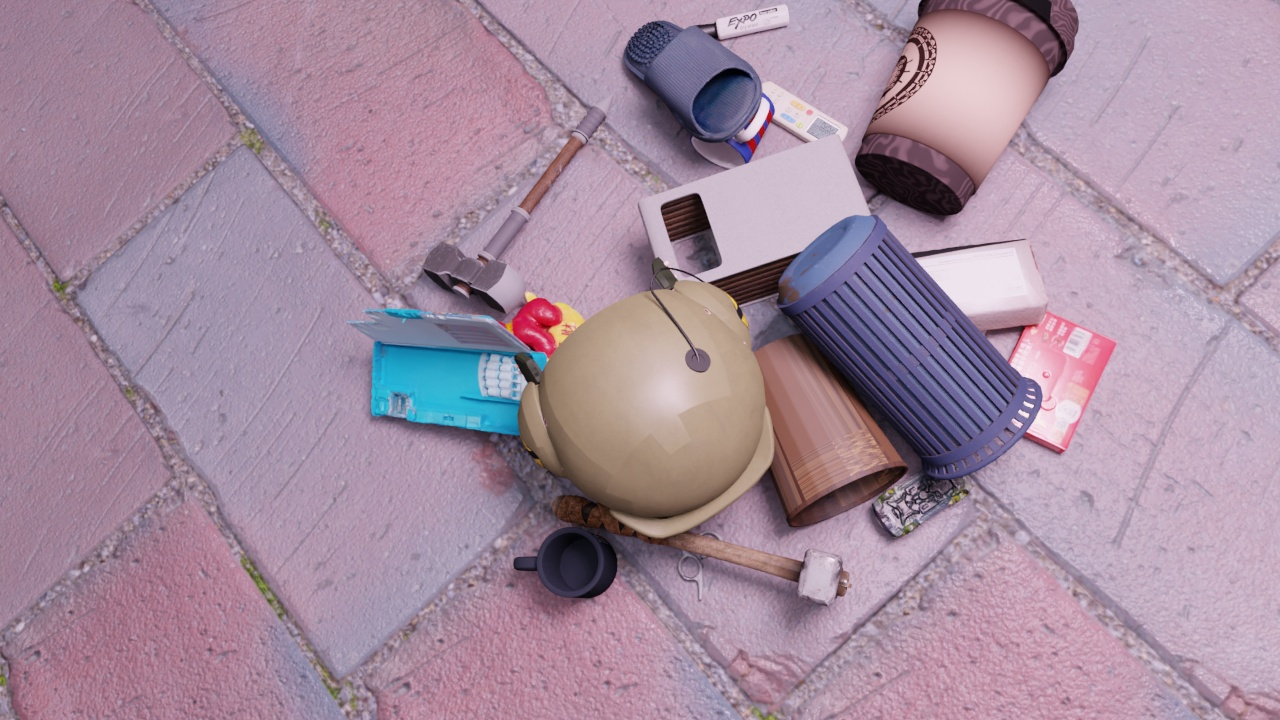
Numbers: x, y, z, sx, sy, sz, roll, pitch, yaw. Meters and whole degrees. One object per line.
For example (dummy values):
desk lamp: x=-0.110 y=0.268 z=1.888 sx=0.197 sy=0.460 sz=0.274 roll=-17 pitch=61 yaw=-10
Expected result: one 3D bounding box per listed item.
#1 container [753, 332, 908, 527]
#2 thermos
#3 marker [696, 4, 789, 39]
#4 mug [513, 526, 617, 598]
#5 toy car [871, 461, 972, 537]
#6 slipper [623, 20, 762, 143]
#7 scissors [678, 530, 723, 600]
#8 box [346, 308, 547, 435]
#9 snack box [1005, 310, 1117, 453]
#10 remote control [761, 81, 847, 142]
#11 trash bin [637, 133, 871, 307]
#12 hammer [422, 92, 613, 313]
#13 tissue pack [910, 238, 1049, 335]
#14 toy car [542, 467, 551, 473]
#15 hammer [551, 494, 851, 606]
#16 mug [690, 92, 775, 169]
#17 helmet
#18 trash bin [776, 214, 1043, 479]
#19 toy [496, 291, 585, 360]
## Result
container: x=0.177 y=0.068 z=0.954 sx=0.132 sy=0.132 sz=0.167 roll=-25 pitch=67 yaw=2
thermos: x=0.345 y=-0.289 z=1.001 sx=0.173 sy=0.172 sz=0.226 roll=29 pitch=88 yaw=16
marker: x=0.121 y=-0.417 z=1.143 sx=0.126 sy=0.025 sz=0.025 roll=-10 pitch=74 yaw=7
mug: x=-0.083 y=0.217 z=0.981 sx=0.105 sy=0.077 sz=0.071 roll=-2 pitch=75 yaw=9
toy car: x=0.293 y=0.143 z=0.958 sx=0.105 sy=0.033 sz=0.048 roll=-31 pitch=71 yaw=-4
slipper: x=0.046 y=-0.346 z=1.060 sx=0.101 sy=0.082 sz=0.263 roll=-43 pitch=47 yaw=6
scissors: x=0.027 y=0.182 z=1.004 sx=0.171 sy=0.014 sz=0.090 roll=34 pitch=82 yaw=14
box: x=-0.217 y=-0.002 z=1.018 sx=0.228 sy=0.172 sz=0.083 roll=5 pitch=36 yaw=27
snack box: x=0.432 y=0.020 z=0.972 sx=0.089 sy=0.021 sz=0.133 roll=27 pitch=81 yaw=16
remote control: x=0.189 y=-0.292 z=1.101 sx=0.125 sy=0.018 sz=0.038 roll=36 pitch=84 yaw=16
trash bin: x=0.128 y=-0.140 z=1.020 sx=0.229 sy=0.114 sz=0.114 roll=-18 pitch=73 yaw=5
hammer: x=-0.123 y=-0.206 z=1.111 sx=0.156 sy=0.043 sz=0.321 roll=22 pitch=70 yaw=39
tissue pack: x=0.335 y=-0.066 z=0.997 sx=0.181 sy=0.071 sz=0.103 roll=-6 pitch=59 yaw=7
toy car: x=-0.102 y=0.075 z=1.037 sx=0.051 sy=0.049 sz=0.100 roll=-20 pitch=72 yaw=4
hammer: x=0.059 y=0.190 z=0.950 sx=0.319 sy=0.121 sz=0.049 roll=12 pitch=79 yaw=17
mug: x=0.116 y=-0.277 z=1.064 sx=0.075 sy=0.112 sz=0.076 roll=31 pitch=80 yaw=-20
helmet: x=0.015 y=0.050 z=0.902 sx=0.250 sy=0.256 sz=0.232 roll=-35 pitch=64 yaw=0
trash bin: x=0.256 y=-0.018 z=0.901 sx=0.139 sy=0.139 sz=0.249 roll=-45 pitch=99 yaw=-4
toy: x=-0.129 y=-0.030 z=1.067 sx=0.137 sy=0.067 sz=0.105 roll=-5 pitch=71 yaw=1
